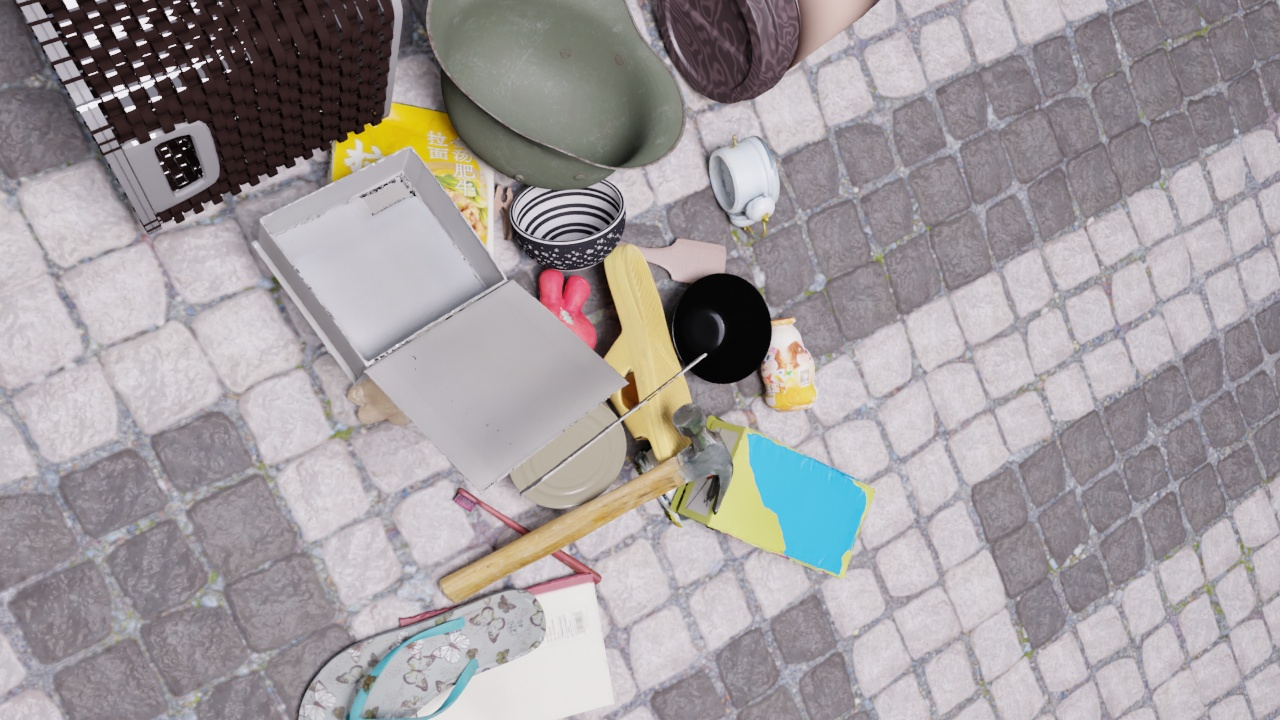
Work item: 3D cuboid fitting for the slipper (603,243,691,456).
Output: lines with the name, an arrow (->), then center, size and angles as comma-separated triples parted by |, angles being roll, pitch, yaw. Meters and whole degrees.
slipper -> -0.006, 0.006, 0.989 | 0.078, 0.099, 0.263 | -17, 81, 19

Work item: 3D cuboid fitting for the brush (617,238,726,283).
brush -> 0.032, -0.117, 1.051 | 0.135, 0.015, 0.050 | 7, 89, -14

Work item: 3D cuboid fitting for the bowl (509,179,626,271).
bowl -> -0.074, -0.136, 0.970 | 0.120, 0.120, 0.066 | -25, 139, -19

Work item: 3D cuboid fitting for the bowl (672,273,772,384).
bowl -> 0.083, -0.036, 1.048 | 0.124, 0.053, 0.124 | 0, 90, -21

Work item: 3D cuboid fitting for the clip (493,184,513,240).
clip -> -0.141, -0.156, 0.980 | 0.045, 0.025, 0.061 | 15, 81, -20

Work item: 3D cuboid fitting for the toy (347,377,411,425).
toy -> -0.240, 0.020, 0.934 | 0.117, 0.043, 0.092 | -30, 101, -16

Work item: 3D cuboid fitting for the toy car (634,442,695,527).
toy car -> 0.036, 0.141, 1.043 | 0.048, 0.033, 0.105 | -36, 101, -15

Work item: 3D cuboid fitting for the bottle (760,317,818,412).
bottle -> 0.172, 0.005, 1.076 | 0.063, 0.063, 0.109 | -9, 93, -20

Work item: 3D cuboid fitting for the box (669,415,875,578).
box -> 0.156, 0.160, 1.049 | 0.220, 0.079, 0.124 | 24, 83, -31

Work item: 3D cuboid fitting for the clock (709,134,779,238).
clock -> 0.123, -0.196, 1.046 | 0.057, 0.083, 0.117 | -19, 93, -14

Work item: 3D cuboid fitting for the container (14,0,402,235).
container -> -0.368, -0.293, 0.766 | 0.243, 0.248, 0.245 | -30, 89, -22

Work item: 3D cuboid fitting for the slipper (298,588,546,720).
slipper -> -0.222, 0.310, 0.926 | 0.268, 0.055, 0.098 | -26, 94, -12

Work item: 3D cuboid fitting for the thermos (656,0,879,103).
thermos -> 0.155, -0.408, 1.019 | 0.225, 0.173, 0.173 | -35, 102, -23

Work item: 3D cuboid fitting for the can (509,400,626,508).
can -> -0.084, 0.083, 0.956 | 0.127, 0.073, 0.128 | -6, 111, -17

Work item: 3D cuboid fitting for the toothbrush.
toothbrush -> -0.121, 0.193, 0.994 | 0.190, 0.016, 0.016 | 36, 83, -17

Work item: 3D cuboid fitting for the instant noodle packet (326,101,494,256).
instant noodle packet -> -0.233, -0.156, 0.926 | 0.162, 0.084, 0.221 | 4, 78, -22

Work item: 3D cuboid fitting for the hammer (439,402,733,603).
hammer -> -0.057, 0.165, 0.938 | 0.331, 0.033, 0.132 | -29, 130, 8

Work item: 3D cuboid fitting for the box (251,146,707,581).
box -> -0.151, -0.003, 0.805 | 0.165, 0.109, 0.418 | -37, 77, -28

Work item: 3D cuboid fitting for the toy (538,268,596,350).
toy -> -0.092, -0.031, 0.987 | 0.091, 0.045, 0.135 | 5, 94, -22

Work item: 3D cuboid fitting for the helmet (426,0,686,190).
helmet -> -0.092, -0.264, 0.923 | 0.267, 0.154, 0.226 | 22, 63, -13

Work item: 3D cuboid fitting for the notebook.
notebook -> -0.139, 0.323, 0.983 | 0.208, 0.012, 0.153 | -10, 94, -16
